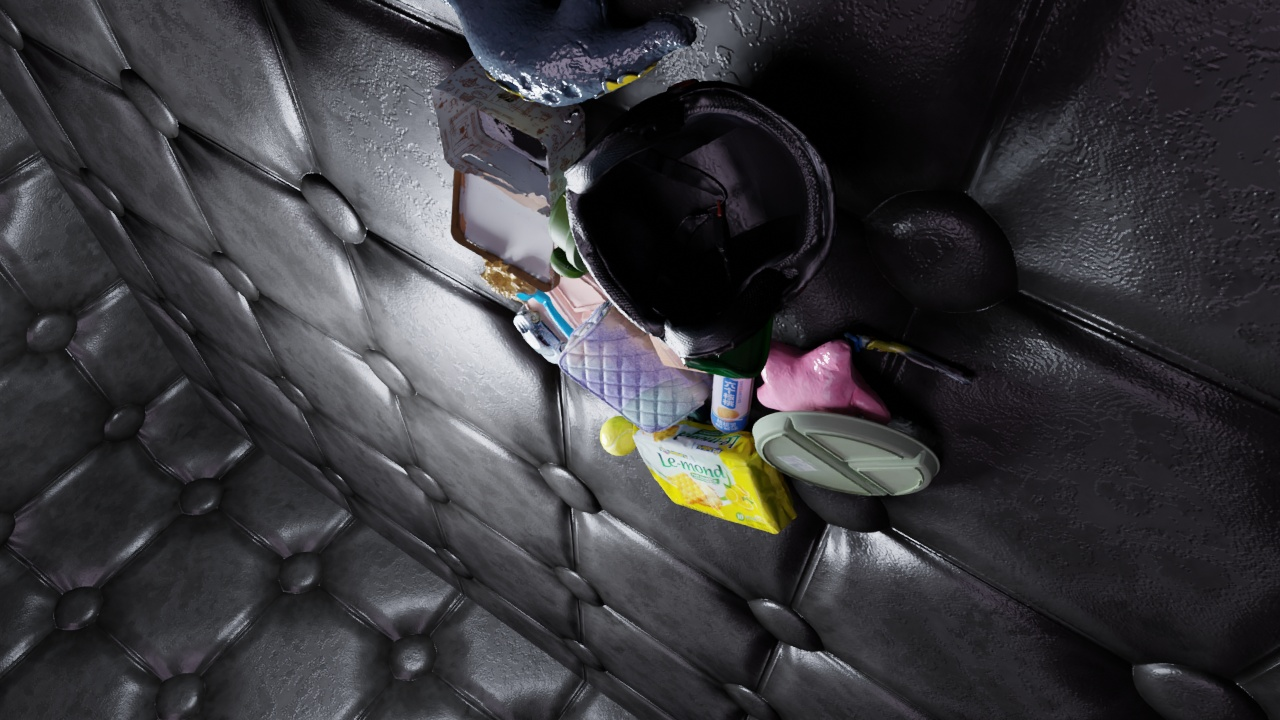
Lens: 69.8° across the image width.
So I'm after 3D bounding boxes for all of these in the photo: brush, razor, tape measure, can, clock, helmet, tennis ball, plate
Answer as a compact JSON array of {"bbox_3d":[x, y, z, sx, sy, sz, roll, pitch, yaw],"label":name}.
[{"bbox_3d":[-0.130,-0.067,1.322,0.254,0.045,0.083,44,142,-5],"label":"brush"},{"bbox_3d":[0.294,-0.005,1.005,0.143,0.022,0.042,22,172,24],"label":"razor"},{"bbox_3d":[0.073,0.078,1.360,0.054,0.025,0.058,21,145,32],"label":"tape measure"},{"bbox_3d":[0.123,0.039,1.223,0.053,0.053,0.135,28,148,21],"label":"can"},{"bbox_3d":[-0.057,-0.158,1.112,0.056,0.115,0.162,42,149,21],"label":"clock"},{"bbox_3d":[0.066,-0.148,0.878,0.275,0.229,0.233,-22,108,32],"label":"helmet"},{"bbox_3d":[-0.034,0.123,1.497,0.065,0.065,0.066,29,148,20],"label":"tennis ball"},{"bbox_3d":[-0.090,-0.069,1.349,0.229,0.028,0.230,29,149,19],"label":"plate"},{"bbox_3d":[0.249,0.120,1.132,0.230,0.027,0.230,14,157,6],"label":"plate"}]

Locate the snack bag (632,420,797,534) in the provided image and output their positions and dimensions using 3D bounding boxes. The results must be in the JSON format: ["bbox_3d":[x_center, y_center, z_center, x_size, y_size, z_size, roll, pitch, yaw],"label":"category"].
[{"bbox_3d":[0.108,0.159,1.338,0.247,0.068,0.158,9,137,43],"label":"snack bag"}]

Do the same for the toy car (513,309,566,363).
[{"bbox_3d":[-0.152,-0.033,1.407,0.105,0.031,0.049,46,151,-11],"label":"toy car"}]

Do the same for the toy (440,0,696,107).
[{"bbox_3d":[-0.105,-0.340,0.952,0.356,0.091,0.138,26,135,20],"label":"toy"}]

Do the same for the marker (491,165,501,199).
[{"bbox_3d":[-0.200,-0.219,1.284,0.022,0.020,0.132,51,157,27],"label":"marker"}]

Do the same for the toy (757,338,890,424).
[{"bbox_3d":[0.210,0.038,1.108,0.195,0.074,0.178,3,135,51],"label":"toy"}]

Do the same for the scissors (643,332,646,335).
[{"bbox_3d":[0.023,-0.111,1.058,0.014,0.177,0.159,10,170,16],"label":"scissors"}]

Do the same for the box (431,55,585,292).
[{"bbox_3d":[-0.163,-0.227,1.162,0.178,0.088,0.263,30,148,18],"label":"box"}]

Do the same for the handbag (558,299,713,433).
[{"bbox_3d":[-0.008,0.007,1.270,0.194,0.075,0.135,38,133,-18],"label":"handbag"}]

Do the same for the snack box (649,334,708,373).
[{"bbox_3d":[0.065,-0.053,1.129,0.077,0.092,0.094,10,139,42],"label":"snack box"}]

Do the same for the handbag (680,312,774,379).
[{"bbox_3d":[0.095,-0.047,1.057,0.120,0.131,0.068,7,-178,-44],"label":"handbag"}]
